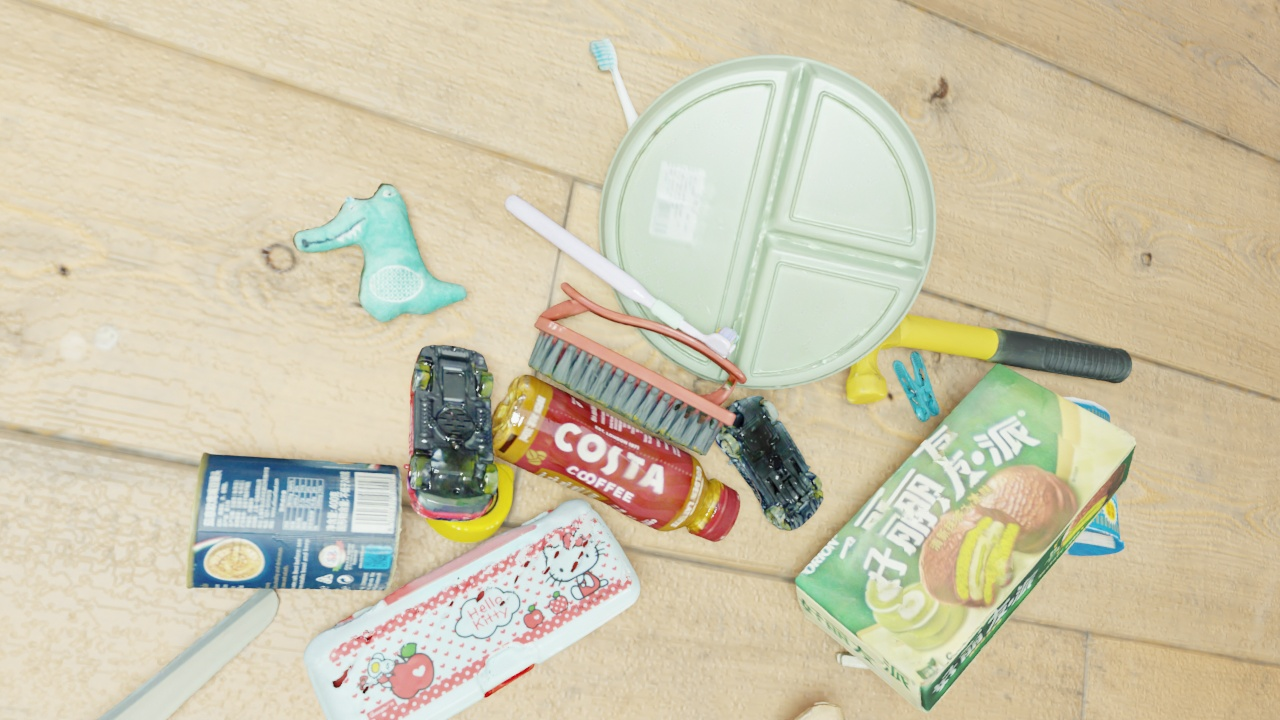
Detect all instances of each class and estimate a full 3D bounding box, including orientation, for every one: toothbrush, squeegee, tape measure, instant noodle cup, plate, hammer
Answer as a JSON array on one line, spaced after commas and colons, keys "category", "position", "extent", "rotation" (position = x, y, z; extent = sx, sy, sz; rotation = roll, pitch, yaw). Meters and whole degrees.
[{"category": "toothbrush", "position": [-0.017, -0.060, 0.615], "extent": [0.189, 0.029, 0.021], "rotation": [34, 95, 12]}, {"category": "squeegee", "position": [-0.240, 0.299, 0.507], "extent": [0.245, 0.039, 0.246], "rotation": [-42, 105, -39]}, {"category": "tape measure", "position": [-0.112, 0.088, 0.586], "extent": [0.060, 0.029, 0.057], "rotation": [14, 50, -18]}, {"category": "toothbrush", "position": [0.011, -0.130, 0.670], "extent": [0.027, 0.027, 0.224], "rotation": [-21, 91, -31]}, {"category": "instant noodle cup", "position": [0.336, 0.091, 0.739], "extent": [0.099, 0.099, 0.109], "rotation": [20, 68, -18]}, {"category": "plate", "position": [0.083, -0.086, 0.619], "extent": [0.230, 0.027, 0.230], "rotation": [2, 107, 7]}, {"category": "hammer", "position": [0.286, -0.014, 0.753], "extent": [0.300, 0.033, 0.128], "rotation": [8, 69, -23]}]

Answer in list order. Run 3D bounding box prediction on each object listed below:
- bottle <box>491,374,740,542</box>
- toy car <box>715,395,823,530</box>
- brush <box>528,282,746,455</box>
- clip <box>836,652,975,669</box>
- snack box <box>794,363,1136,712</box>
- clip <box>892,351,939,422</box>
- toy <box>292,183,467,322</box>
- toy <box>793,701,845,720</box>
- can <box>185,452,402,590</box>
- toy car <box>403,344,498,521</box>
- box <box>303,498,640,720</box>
[{"category": "bottle", "position": [-0.015, 0.070, 0.615], "extent": [0.175, 0.058, 0.057], "rotation": [27, 74, -16]}, {"category": "toy car", "position": [0.092, 0.074, 0.671], "extent": [0.048, 0.031, 0.105], "rotation": [-36, 99, -24]}, {"category": "brush", "position": [-0.004, 0.004, 0.619], "extent": [0.146, 0.063, 0.069], "rotation": [27, 87, -2]}, {"category": "clip", "position": [0.194, 0.212, 0.693], "extent": [0.098, 0.064, 0.034], "rotation": [4, 80, -14]}, {"category": "snack box", "position": [0.233, 0.121, 0.659], "extent": [0.239, 0.114, 0.063], "rotation": [-43, 142, -13]}, {"category": "clip", "position": [0.224, 0.022, 0.741], "extent": [0.041, 0.014, 0.056], "rotation": [-21, 89, -23]}, {"category": "toy", "position": [-0.169, -0.068, 0.591], "extent": [0.096, 0.030, 0.092], "rotation": [-15, 84, -15]}, {"category": "toy", "position": [0.115, 0.348, 0.618], "extent": [0.143, 0.083, 0.225], "rotation": [25, 72, -30]}, {"category": "can", "position": [-0.197, 0.094, 0.531], "extent": [0.111, 0.075, 0.075], "rotation": [6, 80, -21]}, {"category": "toy car", "position": [-0.117, 0.046, 0.564], "extent": [0.053, 0.045, 0.120], "rotation": [8, 48, -21]}, {"category": "box", "position": [-0.099, 0.160, 0.565], "extent": [0.201, 0.068, 0.090], "rotation": [-27, 93, -22]}]
